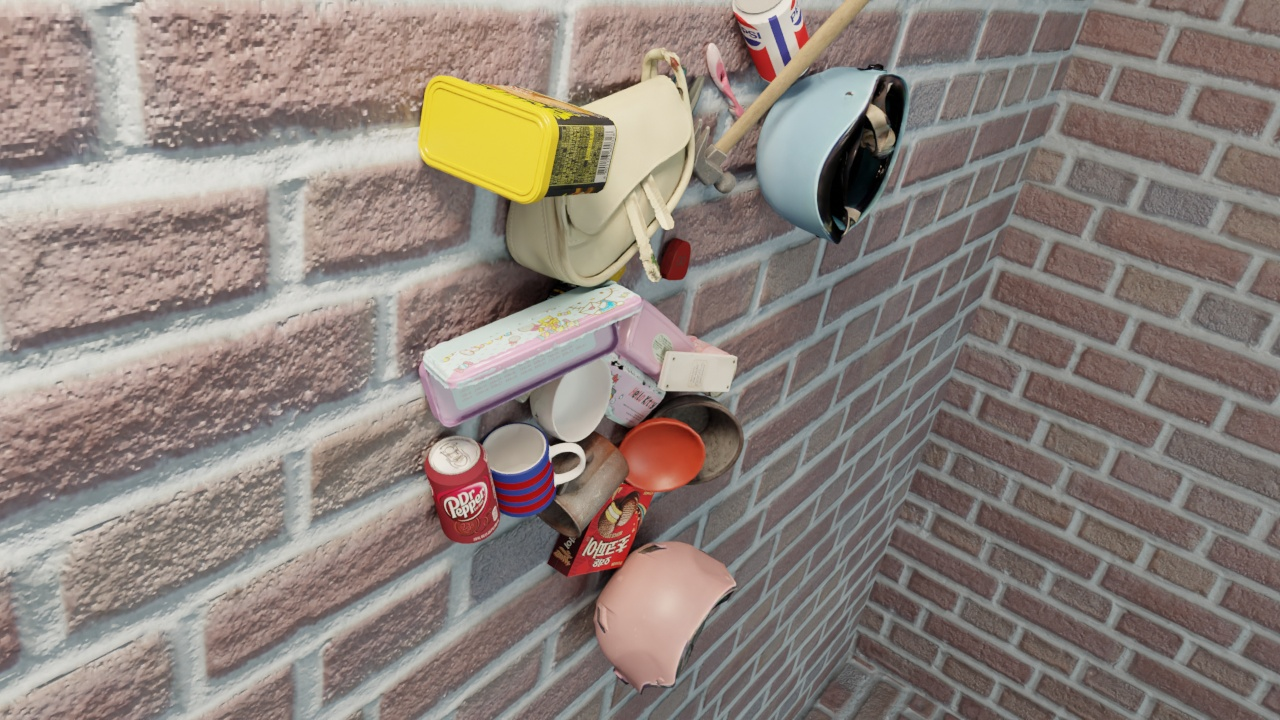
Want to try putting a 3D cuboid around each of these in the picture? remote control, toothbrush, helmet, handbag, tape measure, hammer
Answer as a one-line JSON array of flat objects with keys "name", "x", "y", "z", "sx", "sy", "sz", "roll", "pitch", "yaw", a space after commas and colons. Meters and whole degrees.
[{"name": "remote control", "x": 0.076, "y": 0.015, "z": 1.204, "sx": 0.135, "sy": 0.011, "sz": 0.050, "roll": 3, "pitch": 105, "yaw": -46}, {"name": "toothbrush", "x": 0.099, "y": -0.329, "z": 1.087, "sx": 0.021, "sy": 0.016, "sz": 0.135, "roll": -59, "pitch": 150, "yaw": -9}, {"name": "helmet", "x": 0.017, "y": 0.371, "z": 1.383, "sx": 0.229, "sy": 0.152, "sz": 0.256, "roll": -55, "pitch": -178, "yaw": -10}, {"name": "handbag", "x": -0.017, "y": -0.186, "z": 0.905, "sx": 0.228, "sy": 0.132, "sz": 0.184, "roll": -40, "pitch": 139, "yaw": -40}, {"name": "tape measure", "x": 0.045, "y": -0.129, "z": 1.163, "sx": 0.058, "sy": 0.019, "sz": 0.051, "roll": -13, "pitch": 123, "yaw": -64}, {"name": "helmet", "x": 0.255, "y": -0.287, "z": 1.221, "sx": 0.264, "sy": 0.167, "sz": 0.226, "roll": -29, "pitch": 139, "yaw": -44}, {"name": "hammer", "x": 0.179, "y": -0.335, "z": 1.072, "sx": 0.332, "sy": 0.030, "sz": 0.119, "roll": -44, "pitch": 151, "yaw": 18}]

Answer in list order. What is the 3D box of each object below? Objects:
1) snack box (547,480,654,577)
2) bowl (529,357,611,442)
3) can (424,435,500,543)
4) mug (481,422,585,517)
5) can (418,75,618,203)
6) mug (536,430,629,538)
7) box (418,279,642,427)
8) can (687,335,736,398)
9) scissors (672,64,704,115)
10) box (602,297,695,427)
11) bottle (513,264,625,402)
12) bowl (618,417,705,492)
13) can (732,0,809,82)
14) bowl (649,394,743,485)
[{"name": "snack box", "x": -0.050, "y": 0.229, "z": 1.288, "sx": 0.152, "sy": 0.036, "sz": 0.133, "roll": 12, "pitch": 103, "yaw": -61}, {"name": "bowl", "x": -0.084, "y": 0.036, "z": 1.039, "sx": 0.104, "sy": 0.054, "sz": 0.105, "roll": -34, "pitch": 133, "yaw": -45}, {"name": "can", "x": -0.184, "y": 0.135, "z": 0.952, "sx": 0.063, "sy": 0.063, "sz": 0.114, "roll": -42, "pitch": 146, "yaw": -35}, {"name": "mug", "x": -0.116, "y": 0.119, "z": 1.012, "sx": 0.074, "sy": 0.112, "sz": 0.076, "roll": -98, "pitch": -177, "yaw": -45}, {"name": "can", "x": -0.098, "y": -0.182, "z": 0.755, "sx": 0.100, "sy": 0.131, "sz": 0.073, "roll": -21, "pitch": 131, "yaw": -56}, {"name": "mug", "x": -0.075, "y": 0.140, "z": 1.102, "sx": 0.110, "sy": 0.096, "sz": 0.123, "roll": -54, "pitch": 174, "yaw": -29}, {"name": "box", "x": -0.097, "y": -0.004, "z": 0.884, "sx": 0.213, "sy": 0.092, "sz": 0.090, "roll": -26, "pitch": 119, "yaw": -26}, {"name": "can", "x": 0.086, "y": 0.009, "z": 1.287, "sx": 0.067, "sy": 0.076, "sz": 0.067, "roll": -39, "pitch": 144, "yaw": -37}, {"name": "scissors", "x": 0.035, "y": -0.264, "z": 1.029, "sx": 0.120, "sy": 0.019, "sz": 0.151, "roll": -46, "pitch": 153, "yaw": -35}, {"name": "box", "x": 0.000, "y": 0.011, "z": 1.168, "sx": 0.155, "sy": 0.059, "sz": 0.201, "roll": -61, "pitch": 151, "yaw": -3}, {"name": "bottle", "x": -0.087, "y": -0.041, "z": 0.977, "sx": 0.186, "sy": 0.053, "sz": 0.053, "roll": -56, "pitch": 151, "yaw": -13}, {"name": "bowl", "x": 0.026, "y": 0.123, "z": 1.258, "sx": 0.035, "sy": 0.122, "sz": 0.122, "roll": -101, "pitch": -164, "yaw": -57}, {"name": "can", "x": 0.155, "y": -0.388, "z": 1.071, "sx": 0.070, "sy": 0.070, "sz": 0.132, "roll": -60, "pitch": 152, "yaw": -7}, {"name": "bowl", "x": 0.070, "y": 0.102, "z": 1.312, "sx": 0.067, "sy": 0.145, "sz": 0.145, "roll": -101, "pitch": -164, "yaw": -57}]
